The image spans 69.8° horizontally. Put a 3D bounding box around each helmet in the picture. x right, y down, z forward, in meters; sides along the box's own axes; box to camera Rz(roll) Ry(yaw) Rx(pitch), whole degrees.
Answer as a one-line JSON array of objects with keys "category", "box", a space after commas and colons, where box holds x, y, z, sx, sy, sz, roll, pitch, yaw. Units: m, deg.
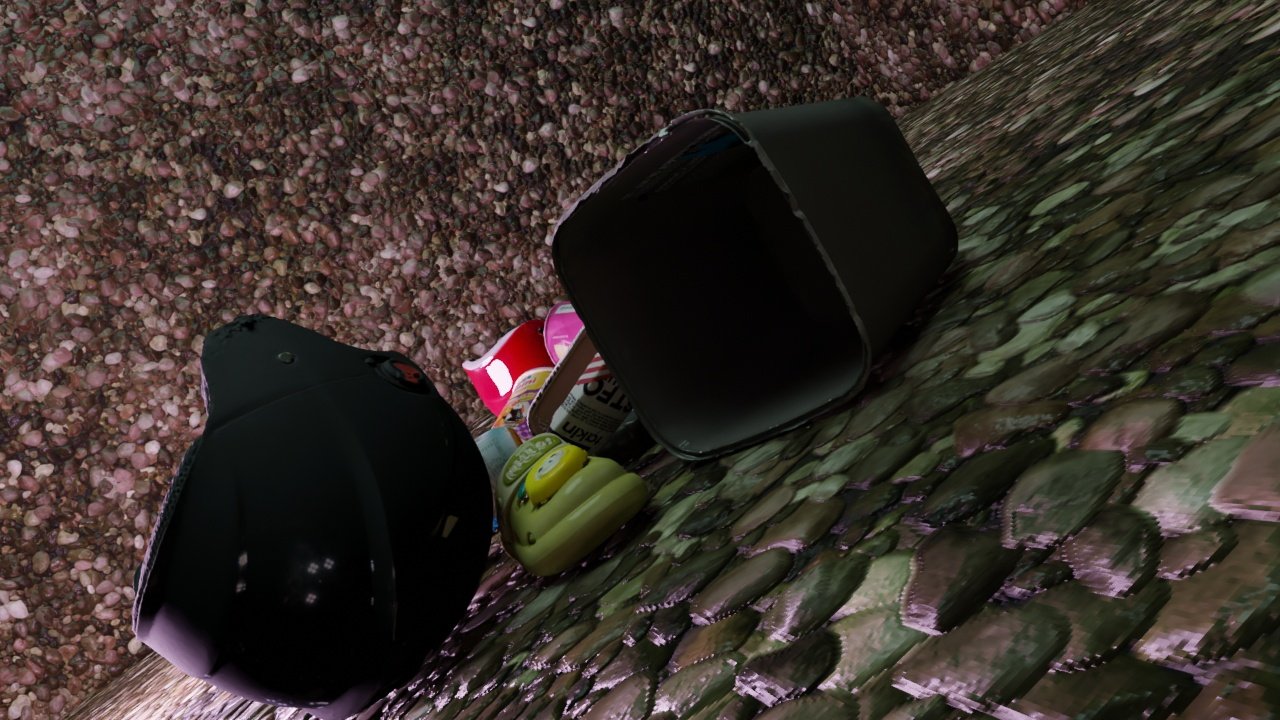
[{"category": "helmet", "box": [-0.130, 0.020, 1.360, 0.208, 0.144, 0.239, -29, -6, 40]}, {"category": "helmet", "box": [-0.214, 0.112, 0.642, 0.234, 0.230, 0.274, -60, -9, 26]}]

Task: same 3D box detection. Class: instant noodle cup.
[{"category": "instant noodle cup", "box": [-0.097, 0.076, 0.887, 0.112, 0.111, 0.099, -30, 15, 37]}]

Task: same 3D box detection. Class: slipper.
[{"category": "slipper", "box": [-0.067, 0.098, 0.648, 0.091, 0.081, 0.191, -40, 5, -23]}]

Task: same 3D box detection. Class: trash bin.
[{"category": "trash bin", "box": [0.095, -0.076, 0.649, 0.200, 0.198, 0.219, -29, 2, 45]}]

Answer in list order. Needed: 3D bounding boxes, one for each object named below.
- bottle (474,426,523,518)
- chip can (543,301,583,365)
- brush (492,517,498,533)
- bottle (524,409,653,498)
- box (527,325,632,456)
[{"category": "bottle", "box": [-0.178, 0.129, 0.793, 0.189, 0.068, 0.068, -32, 6, -4]}, {"category": "chip can", "box": [0.010, -0.030, 0.842, 0.211, 0.071, 0.071, -4, 25, 39]}, {"category": "brush", "box": [-0.285, 0.196, 0.926, 0.315, 0.109, 0.060, -33, 8, 12]}, {"category": "bottle", "box": [-0.025, 0.070, 0.813, 0.080, 0.044, 0.194, -15, 21, 51]}, {"category": "box", "box": [-0.031, 0.006, 0.746, 0.163, 0.075, 0.081, -58, 44, 9]}]
